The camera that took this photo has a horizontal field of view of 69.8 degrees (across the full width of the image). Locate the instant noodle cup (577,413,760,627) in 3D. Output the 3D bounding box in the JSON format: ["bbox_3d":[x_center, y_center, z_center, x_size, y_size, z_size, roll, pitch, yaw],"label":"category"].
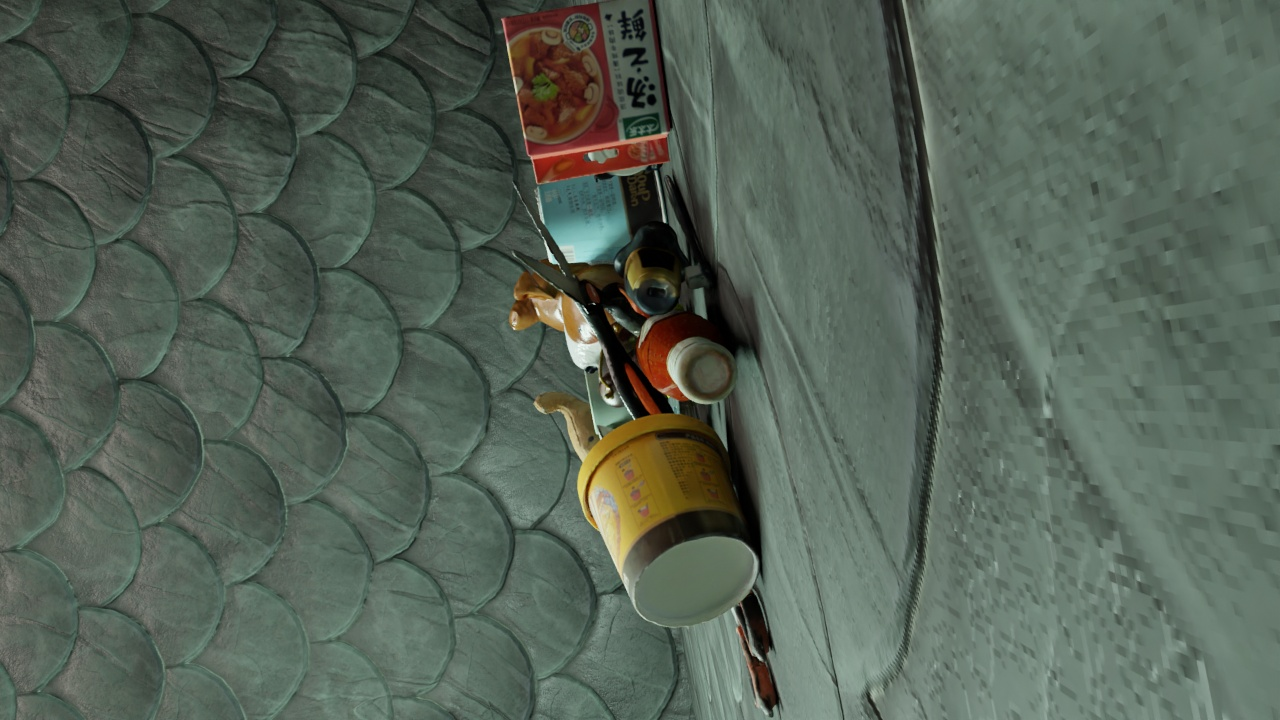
[{"bbox_3d":[0.024,0.118,0.666,0.114,0.118,0.119,-116,14,-51],"label":"instant noodle cup"}]

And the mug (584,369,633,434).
[{"bbox_3d":[-0.004,0.047,1.054,0.082,0.106,0.111,85,175,-58],"label":"mug"}]

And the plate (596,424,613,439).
[{"bbox_3d":[0.006,0.150,0.920,0.266,0.034,0.162,-140,30,-78],"label":"plate"}]

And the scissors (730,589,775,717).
[{"bbox_3d":[0.084,0.221,0.758,0.205,0.015,0.198,83,176,-54],"label":"scissors"}]

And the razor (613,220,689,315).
[{"bbox_3d":[0.010,-0.065,0.676,0.167,0.062,0.068,-91,10,-77],"label":"razor"}]

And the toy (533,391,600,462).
[{"bbox_3d":[-0.028,0.109,1.122,0.226,0.083,0.143,35,-163,-23],"label":"toy"}]

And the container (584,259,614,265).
[{"bbox_3d":[-0.016,-0.078,1.113,0.090,0.090,0.111,83,173,-58],"label":"container"}]

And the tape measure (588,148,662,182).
[{"bbox_3d":[-0.016,-0.195,0.806,0.033,0.065,0.066,-112,9,-59],"label":"tape measure"}]

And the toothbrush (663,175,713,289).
[{"bbox_3d":[0.031,-0.101,0.692,0.180,0.018,0.016,-101,-1,-55],"label":"toothbrush"}]

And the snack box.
[{"bbox_3d":[-0.038,-0.206,0.708,0.044,0.113,0.127,-110,9,-72],"label":"snack box"}]

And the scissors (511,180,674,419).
[{"bbox_3d":[-0.026,-0.033,0.699,0.227,0.022,0.220,66,-162,5],"label":"scissors"}]

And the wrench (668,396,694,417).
[{"bbox_3d":[0.029,0.087,0.850,0.274,0.016,0.056,98,167,-67],"label":"wrench"}]

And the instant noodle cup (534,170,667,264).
[{"bbox_3d":[-0.040,-0.145,0.914,0.111,0.120,0.111,166,94,-88],"label":"instant noodle cup"}]

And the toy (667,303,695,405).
[{"bbox_3d":[0.034,-0.001,0.826,0.096,0.031,0.100,3,-98,-81],"label":"toy"}]

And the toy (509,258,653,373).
[{"bbox_3d":[-0.055,-0.051,0.965,0.200,0.140,0.130,1,82,54],"label":"toy"}]

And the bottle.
[{"bbox_3d":[0.031,-0.001,0.599,0.206,0.060,0.060,-126,26,-84],"label":"bottle"}]

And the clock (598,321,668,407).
[{"bbox_3d":[-0.005,0.005,0.856,0.121,0.055,0.082,10,-94,-64],"label":"clock"}]
